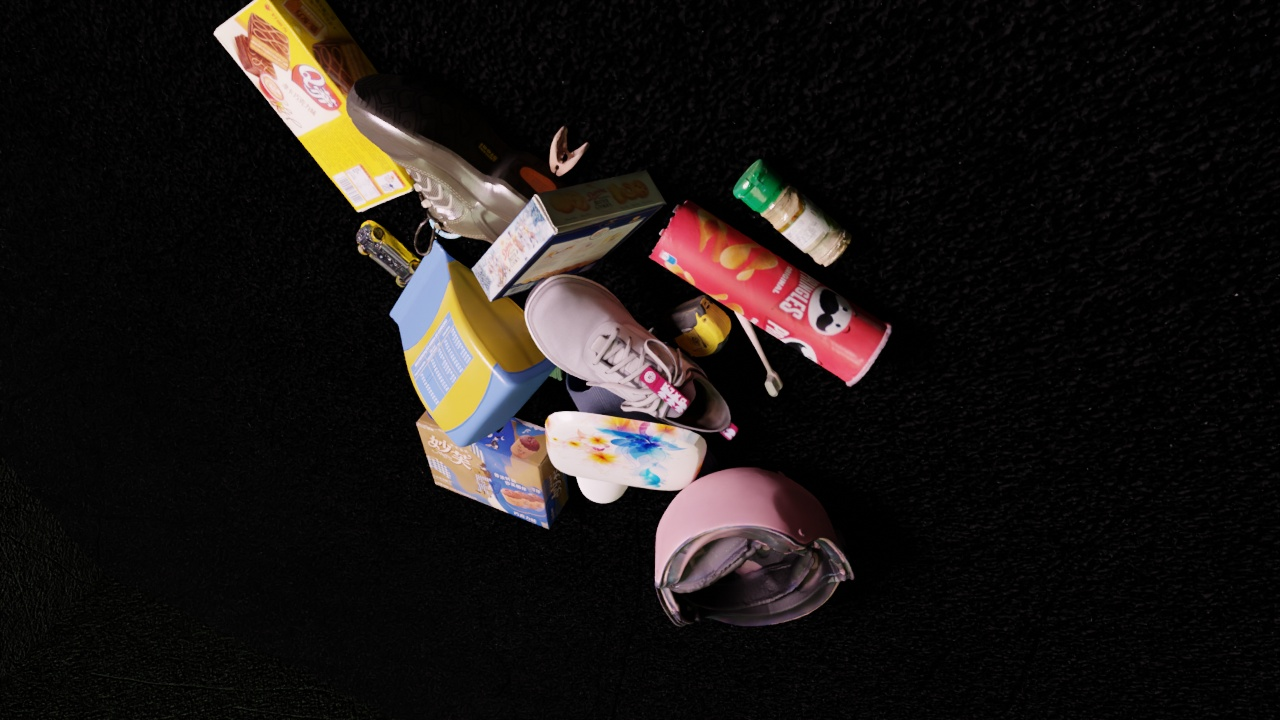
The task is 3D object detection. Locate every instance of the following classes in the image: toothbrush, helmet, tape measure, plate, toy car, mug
[{"bbox_3d":[0.113,-0.033,0.970,0.016,0.018,0.181,-4,129,36],"label":"toothbrush"},{"bbox_3d":[0.127,0.225,1.116,0.230,0.152,0.255,-29,134,21],"label":"helmet"},{"bbox_3d":[0.063,-0.033,0.986,0.066,0.037,0.064,-18,120,45],"label":"tape measure"},{"bbox_3d":[-0.020,0.113,1.078,0.187,0.016,0.187,9,153,1],"label":"plate"},{"bbox_3d":[-0.306,-0.129,1.140,0.107,0.030,0.049,44,139,-18],"label":"toy car"},{"bbox_3d":[-0.056,0.129,1.227,0.114,0.080,0.088,55,158,24],"label":"mug"}]

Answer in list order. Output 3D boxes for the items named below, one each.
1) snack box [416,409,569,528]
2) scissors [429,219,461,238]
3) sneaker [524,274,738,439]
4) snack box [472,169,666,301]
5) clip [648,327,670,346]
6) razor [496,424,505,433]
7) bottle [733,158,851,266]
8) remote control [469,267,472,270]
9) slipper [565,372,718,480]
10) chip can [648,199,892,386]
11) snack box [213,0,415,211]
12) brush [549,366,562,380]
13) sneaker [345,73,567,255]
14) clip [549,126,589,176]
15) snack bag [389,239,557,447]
[{"bbox_3d":[-0.214,0.146,1.348,0.203,0.069,0.155,18,140,18],"label":"snack box"},{"bbox_3d":[-0.189,-0.170,1.032,0.140,0.013,0.114,13,137,27],"label":"scissors"},{"bbox_3d":[-0.006,0.006,0.951,0.263,0.097,0.129,34,-178,-33],"label":"sneaker"},{"bbox_3d":[-0.070,-0.122,0.896,0.145,0.144,0.042,-36,80,49],"label":"snack box"},{"bbox_3d":[0.004,-0.006,1.070,0.049,0.023,0.078,40,140,-8],"label":"clip"},{"bbox_3d":[-0.219,0.024,1.236,0.060,0.057,0.156,-27,119,13],"label":"razor"},{"bbox_3d":[0.137,-0.132,0.824,0.111,0.043,0.043,38,142,-9],"label":"bottle"},{"bbox_3d":[-0.189,-0.101,1.108,0.140,0.009,0.030,-8,127,40],"label":"remote control"},{"bbox_3d":[-0.011,0.080,1.108,0.263,0.082,0.101,44,157,-21],"label":"slipper"},{"bbox_3d":[0.123,-0.067,0.881,0.233,0.073,0.073,32,142,1],"label":"chip can"},{"bbox_3d":[-0.325,-0.275,0.967,0.110,0.061,0.230,-9,127,40],"label":"snack box"},{"bbox_3d":[-0.114,-0.055,1.106,0.033,0.012,0.218,18,139,17],"label":"brush"},{"bbox_3d":[-0.200,-0.186,0.950,0.238,0.100,0.143,33,136,-11],"label":"sneaker"},{"bbox_3d":[-0.069,-0.201,0.906,0.039,0.024,0.060,29,152,7],"label":"clip"},{"bbox_3d":[-0.218,-0.022,1.115,0.205,0.102,0.159,51,132,8],"label":"snack bag"}]
